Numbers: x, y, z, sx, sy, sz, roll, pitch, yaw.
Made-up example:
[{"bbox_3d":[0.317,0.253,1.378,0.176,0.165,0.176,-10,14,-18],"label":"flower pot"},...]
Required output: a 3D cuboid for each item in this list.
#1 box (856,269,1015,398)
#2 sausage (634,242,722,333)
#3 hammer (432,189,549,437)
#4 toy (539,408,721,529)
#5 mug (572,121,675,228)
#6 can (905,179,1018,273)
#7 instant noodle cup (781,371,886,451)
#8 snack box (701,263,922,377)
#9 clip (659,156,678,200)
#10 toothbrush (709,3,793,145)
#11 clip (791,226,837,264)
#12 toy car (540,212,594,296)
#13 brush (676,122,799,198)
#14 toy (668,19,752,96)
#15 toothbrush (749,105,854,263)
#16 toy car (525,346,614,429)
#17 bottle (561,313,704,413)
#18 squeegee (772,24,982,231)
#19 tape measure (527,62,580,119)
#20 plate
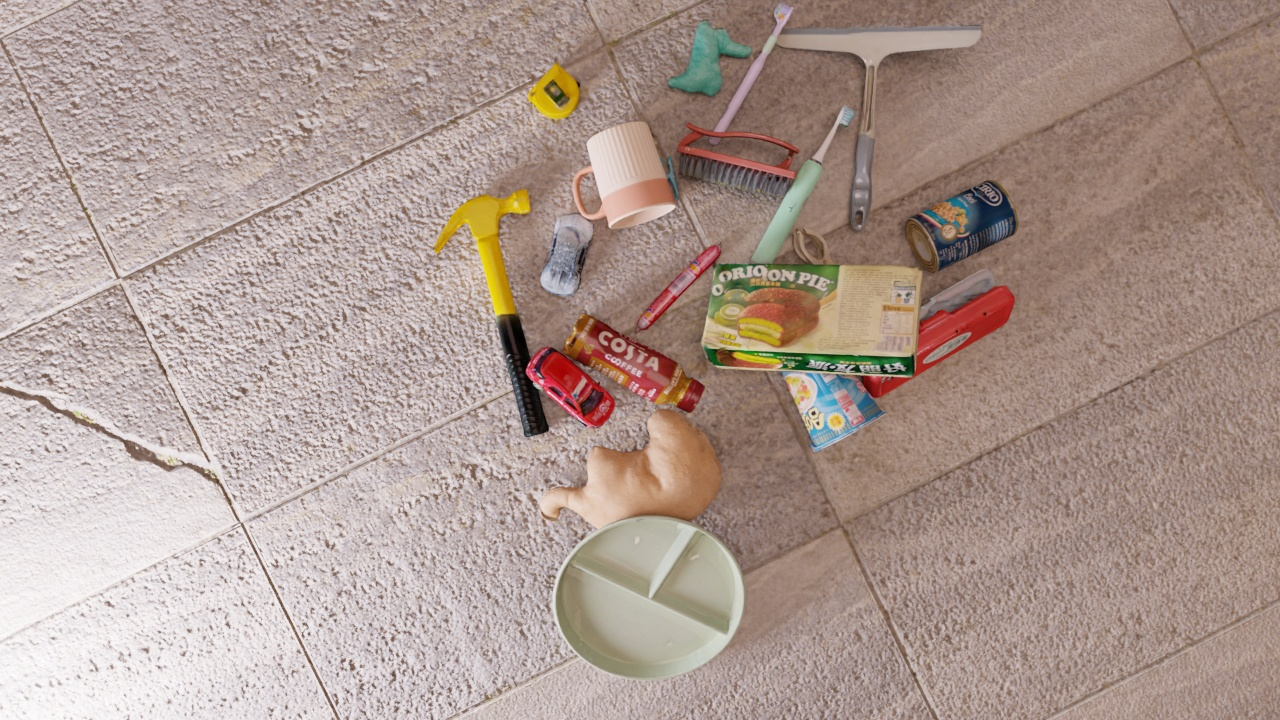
[{"bbox_3d":[0.349,-0.033,1.116,0.201,0.090,0.068,-31,62,-1],"label":"box"},{"bbox_3d":[0.046,-0.090,1.136,0.020,0.020,0.156,45,89,-1],"label":"sausage"},{"bbox_3d":[-0.165,-0.054,1.124,0.129,0.033,0.300,-15,90,-1],"label":"hammer"},{"bbox_3d":[-0.011,0.159,1.108,0.226,0.082,0.143,-30,90,3],"label":"toy"},{"bbox_3d":[-0.027,-0.218,1.108,0.115,0.081,0.106,-18,88,15],"label":"mug"},{"bbox_3d":[0.388,-0.162,1.116,0.111,0.075,0.075,-26,90,-1],"label":"can"},{"bbox_3d":[0.225,0.040,1.106,0.099,0.099,0.110,-28,83,-2],"label":"instant noodle cup"},{"bbox_3d":[0.198,-0.048,1.061,0.240,0.063,0.114,2,65,20],"label":"snack box"},{"bbox_3d":[0.034,-0.226,1.139,0.041,0.014,0.056,-5,91,-2],"label":"clip"},{"bbox_3d":[0.134,-0.351,1.131,0.021,0.029,0.189,25,97,-39],"label":"toothbrush"},{"bbox_3d":[0.220,-0.120,1.136,0.064,0.034,0.098,-36,99,-3],"label":"clip"},{"bbox_3d":[-0.089,-0.131,1.127,0.049,0.031,0.105,15,88,-3],"label":"toy car"},{"bbox_3d":[0.116,-0.245,1.117,0.146,0.063,0.069,13,101,0],"label":"brush"},{"bbox_3d":[0.088,-0.372,1.134,0.096,0.030,0.092,10,92,-7],"label":"toy"},{"bbox_3d":[0.198,-0.210,1.124,0.027,0.026,0.224,29,95,3],"label":"toothbrush"},{"bbox_3d":[-0.081,0.034,1.105,0.120,0.045,0.052,41,71,-19],"label":"toy car"},{"bbox_3d":[-0.007,0.007,1.115,0.175,0.057,0.057,28,89,-1],"label":"bottle"},{"bbox_3d":[0.280,-0.283,1.133,0.247,0.039,0.246,4,95,15],"label":"squeegee"},{"bbox_3d":[-0.103,-0.328,1.128,0.057,0.029,0.060,43,89,-1],"label":"tape measure"},{"bbox_3d":[0.011,0.282,1.096,0.230,0.027,0.230,0,110,-1],"label":"plate"}]
